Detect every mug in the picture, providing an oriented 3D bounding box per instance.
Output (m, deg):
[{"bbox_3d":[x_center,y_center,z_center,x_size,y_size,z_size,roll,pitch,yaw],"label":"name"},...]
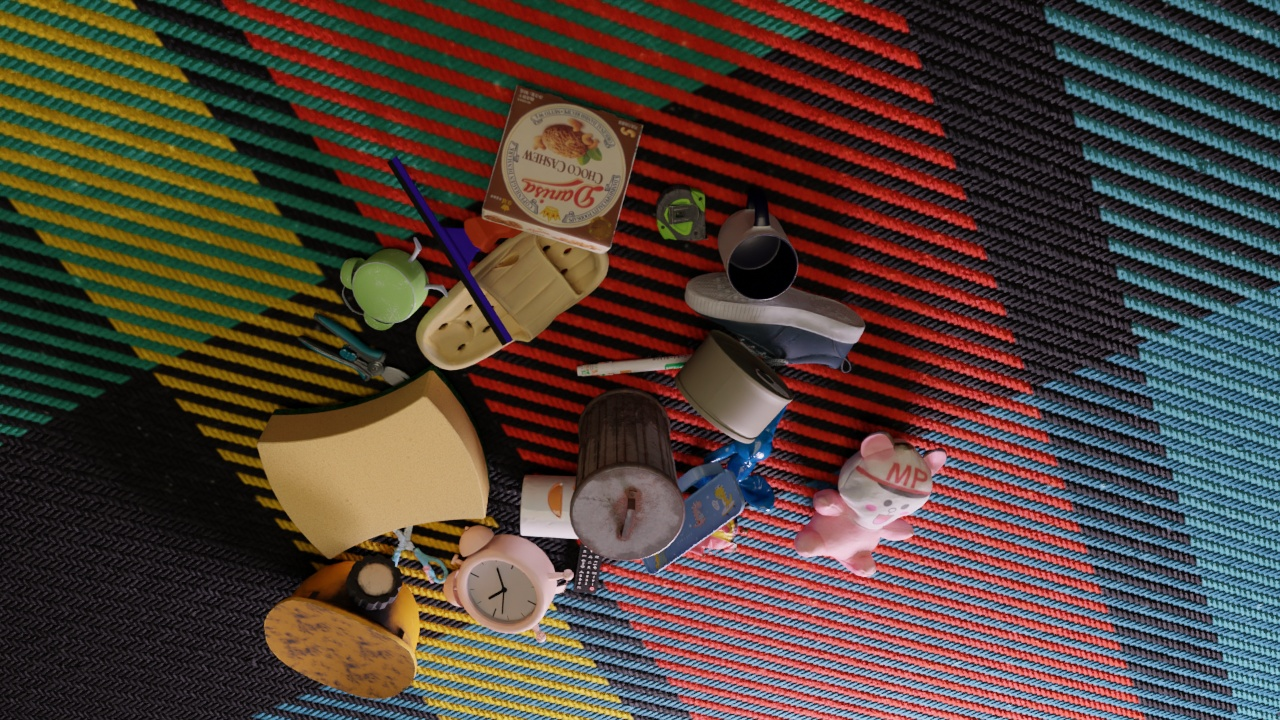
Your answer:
[{"bbox_3d":[-0.102,0.192,1.207,0.105,0.082,0.082,3,116,-3],"label":"mug"},{"bbox_3d":[0.132,-0.138,1.044,0.078,0.096,0.112,-2,116,-1],"label":"mug"}]

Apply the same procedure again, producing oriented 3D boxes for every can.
[{"bbox_3d":[0.111,0.031,1.106,0.127,0.127,0.073,34,106,-17],"label":"can"}]

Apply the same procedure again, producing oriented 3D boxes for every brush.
[{"bbox_3d":[-0.330,0.131,1.165,0.250,0.075,0.195,-15,120,6],"label":"brush"}]

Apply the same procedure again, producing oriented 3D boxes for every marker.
[{"bbox_3d":[-0.007,0.007,1.155,0.145,0.017,0.017,-5,116,0],"label":"marker"}]

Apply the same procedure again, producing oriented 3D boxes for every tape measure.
[{"bbox_3d":[0.047,-0.169,1.059,0.059,0.035,0.066,-6,117,1],"label":"tape measure"}]

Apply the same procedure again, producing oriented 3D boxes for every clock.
[{"bbox_3d":[-0.299,-0.086,1.078,0.119,0.042,0.094,-18,113,23],"label":"clock"},{"bbox_3d":[-0.184,0.302,1.270,0.160,0.086,0.131,22,114,-2],"label":"clock"}]

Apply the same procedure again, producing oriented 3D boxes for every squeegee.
[{"bbox_3d":[-0.141,-0.168,1.036,0.185,0.055,0.249,-33,84,0],"label":"squeegee"}]

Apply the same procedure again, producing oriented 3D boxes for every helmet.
[{"bbox_3d":[-0.379,0.339,1.235,0.205,0.131,0.256,27,136,-9],"label":"helmet"}]

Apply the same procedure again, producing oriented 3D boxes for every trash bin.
[{"bbox_3d":[-0.018,0.136,1.110,0.131,0.210,0.131,-1,116,-2],"label":"trash bin"}]

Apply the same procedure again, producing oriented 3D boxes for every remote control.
[{"bbox_3d":[-0.070,0.270,1.283,0.033,0.015,0.147,7,116,-5],"label":"remote control"}]

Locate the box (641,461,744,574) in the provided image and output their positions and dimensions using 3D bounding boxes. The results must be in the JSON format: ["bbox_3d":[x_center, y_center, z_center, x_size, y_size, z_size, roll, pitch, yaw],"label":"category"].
[{"bbox_3d":[0.046,0.213,1.192,0.211,0.072,0.079,-43,69,37],"label":"box"}]

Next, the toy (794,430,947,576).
[{"bbox_3d":[0.302,0.185,1.217,0.142,0.084,0.214,22,115,-14],"label":"toy"}]

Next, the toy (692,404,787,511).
[{"bbox_3d":[0.144,0.122,1.191,0.113,0.070,0.177,24,114,-1],"label":"toy"}]

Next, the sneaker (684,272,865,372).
[{"bbox_3d":[0.156,-0.040,1.103,0.235,0.089,0.088,14,120,-13],"label":"sneaker"}]

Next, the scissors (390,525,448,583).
[{"bbox_3d":[-0.334,0.269,1.278,0.120,0.015,0.138,-24,111,12],"label":"scissors"}]

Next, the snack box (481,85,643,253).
[{"bbox_3d":[-0.085,-0.206,0.998,0.143,0.041,0.147,16,84,-10],"label":"snack box"}]

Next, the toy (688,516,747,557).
[{"bbox_3d":[0.092,0.233,1.257,0.103,0.046,0.084,-14,129,10],"label":"toy"}]

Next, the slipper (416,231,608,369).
[{"bbox_3d":[-0.159,-0.069,1.081,0.262,0.079,0.111,-33,109,14],"label":"slipper"}]

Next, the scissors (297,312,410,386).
[{"bbox_3d":[-0.355,-0.005,1.137,0.149,0.019,0.131,-8,119,1],"label":"scissors"}]
